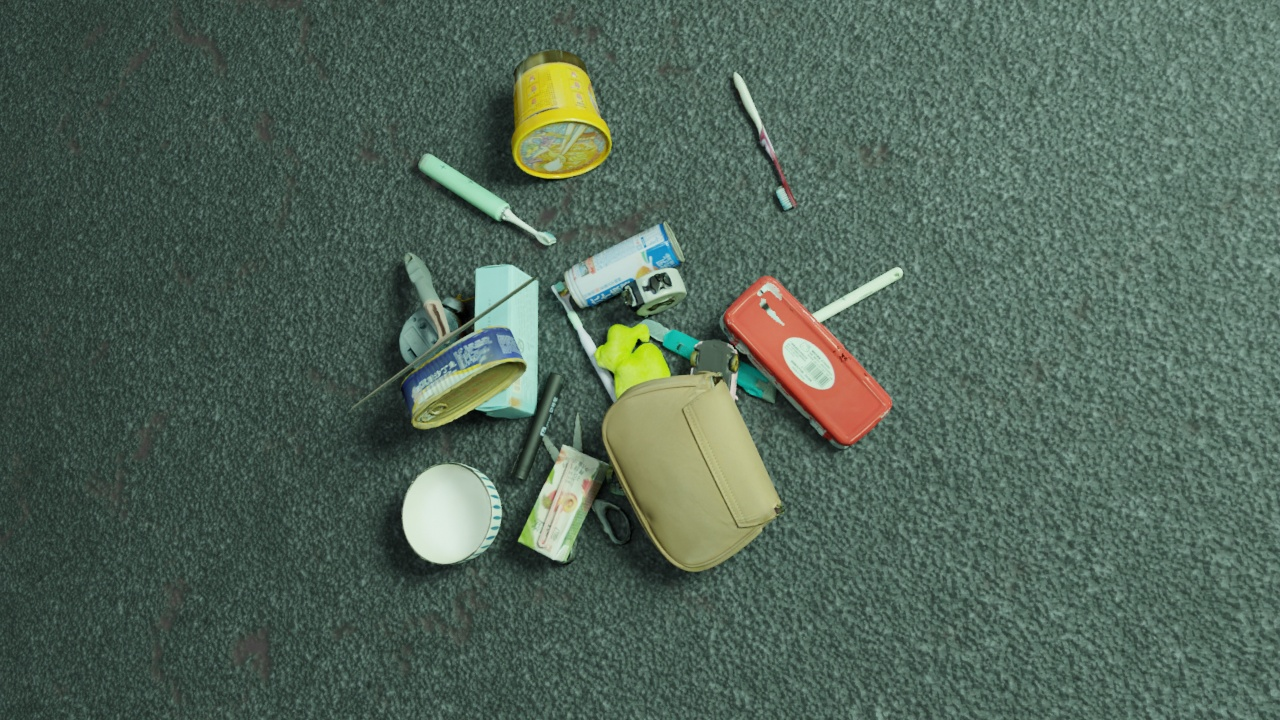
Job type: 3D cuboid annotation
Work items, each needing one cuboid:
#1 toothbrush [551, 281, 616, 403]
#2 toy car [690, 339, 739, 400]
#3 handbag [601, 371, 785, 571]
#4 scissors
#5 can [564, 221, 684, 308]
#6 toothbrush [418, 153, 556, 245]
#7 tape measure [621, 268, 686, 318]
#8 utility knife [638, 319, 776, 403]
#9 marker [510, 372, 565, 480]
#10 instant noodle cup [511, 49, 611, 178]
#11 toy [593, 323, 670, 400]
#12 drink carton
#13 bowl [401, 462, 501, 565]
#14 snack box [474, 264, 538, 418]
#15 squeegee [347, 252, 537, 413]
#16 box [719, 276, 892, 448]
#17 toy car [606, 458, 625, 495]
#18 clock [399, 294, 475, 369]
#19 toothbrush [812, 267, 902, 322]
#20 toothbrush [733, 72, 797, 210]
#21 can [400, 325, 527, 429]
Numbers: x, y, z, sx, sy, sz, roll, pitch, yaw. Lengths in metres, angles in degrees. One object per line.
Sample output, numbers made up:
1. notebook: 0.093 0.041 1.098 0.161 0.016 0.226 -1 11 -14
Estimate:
1. toothbrush: -0.055 -0.012 1.087 0.021 0.029 0.189 -46 66 48
2. toy car: 0.080 0.038 1.022 0.056 0.037 0.122 7 90 17
3. handbag: 0.054 0.110 0.972 0.148 0.099 0.204 -23 97 18
4. scissors: -0.072 0.153 1.063 0.159 0.014 0.177 21 85 20
5. can: -0.020 -0.110 1.075 0.135 0.053 0.053 -25 73 12
6. toothbrush: -0.196 -0.202 1.162 0.224 0.027 0.027 34 126 20
7. tape measure: 0.018 -0.078 1.050 0.066 0.065 0.033 -25 78 13
8. utility knife: 0.075 -0.003 1.046 0.187 0.013 0.029 27 88 20
9. marker: -0.121 0.077 1.086 0.022 0.020 0.132 20 83 4
10. instant noodle cup: -0.102 -0.299 1.108 0.119 0.118 0.114 -16 68 14
11. toy: -0.006 0.006 1.057 0.100 0.031 0.096 30 83 13
12. drink carton: -0.087 0.161 1.035 0.053 0.045 0.122 23 84 22
13. bowl: -0.212 0.179 1.073 0.117 0.066 0.116 -3 80 17
14. snack box: -0.159 -0.021 1.090 0.052 0.074 0.174 -4 78 17
15. squeegee: -0.246 -0.065 1.079 0.247 0.040 0.249 -36 38 0
16. box: 0.176 0.002 0.990 0.087 0.047 0.201 -44 81 7
17. toy car: -0.014 0.108 1.041 0.043 0.036 0.091 0 81 18
18. clock: -0.238 -0.030 1.128 0.122 0.055 0.082 -41 70 5
19. toothbrush: 0.204 -0.050 1.012 0.190 0.020 0.029 -30 113 9
20. toothbrush: 0.142 -0.258 1.074 0.017 0.016 0.187 -26 73 21
21. can: -0.197 0.019 1.015 0.148 0.074 0.049 -32 68 15
